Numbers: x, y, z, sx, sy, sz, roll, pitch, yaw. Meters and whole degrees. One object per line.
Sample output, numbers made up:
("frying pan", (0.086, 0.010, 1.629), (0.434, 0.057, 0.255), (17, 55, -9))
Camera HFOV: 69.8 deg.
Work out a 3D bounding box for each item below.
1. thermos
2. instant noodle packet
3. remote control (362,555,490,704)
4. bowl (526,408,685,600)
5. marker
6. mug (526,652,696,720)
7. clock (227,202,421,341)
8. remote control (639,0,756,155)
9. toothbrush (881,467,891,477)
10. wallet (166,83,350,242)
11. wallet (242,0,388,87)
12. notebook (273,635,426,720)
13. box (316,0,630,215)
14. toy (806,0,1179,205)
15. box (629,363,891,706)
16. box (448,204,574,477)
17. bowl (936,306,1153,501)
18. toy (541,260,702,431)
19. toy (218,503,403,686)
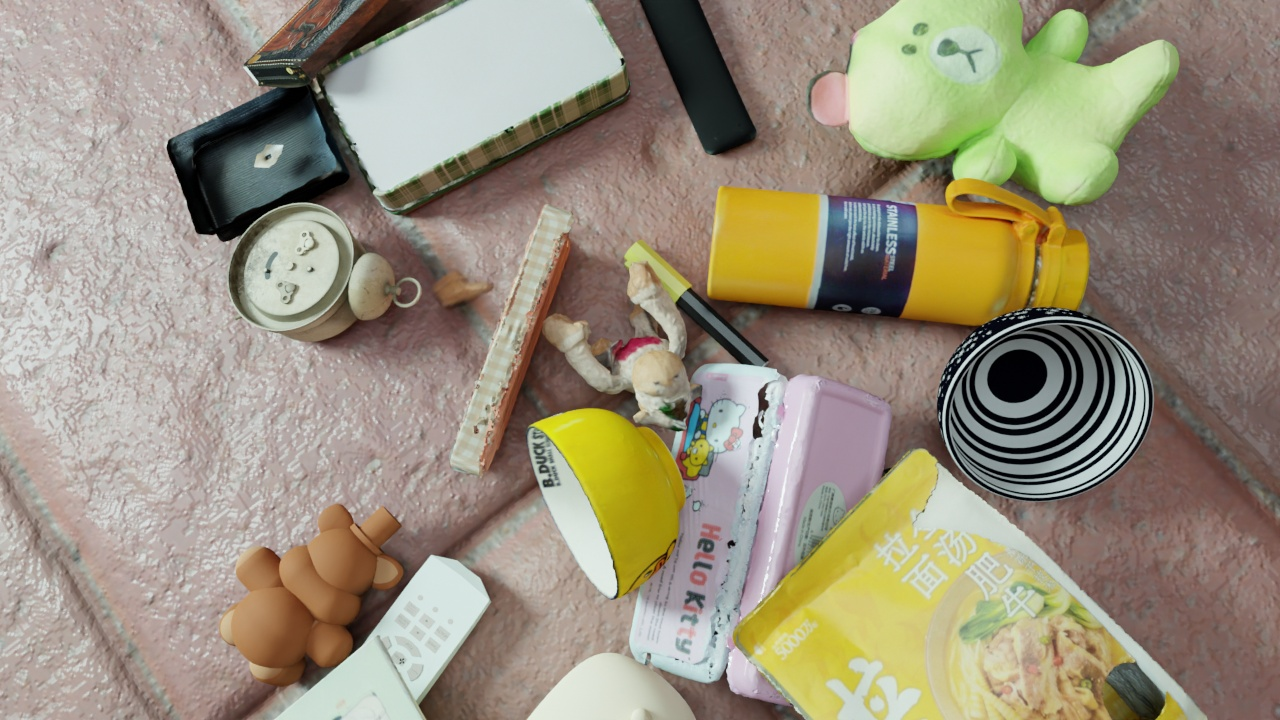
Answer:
("thermos", (0.162, -0.069, 0.592), (0.233, 0.091, 0.076), (7, 67, 6))
("instant noodle packet", (0.181, 0.182, 0.521), (0.163, 0.084, 0.221), (-43, 87, -6))
("remote control", (-0.154, 0.194, 0.592), (0.049, 0.024, 0.143), (35, 80, 11))
("bowl", (-0.015, 0.080, 0.566), (0.067, 0.117, 0.117), (-25, 76, -19))
("marker", (0.037, -0.035, 0.632), (0.124, 0.017, 0.021), (44, 84, 11))
("mug", (-0.017, 0.223, 0.527), (0.096, 0.120, 0.099), (38, 72, 6))
("clock", (-0.215, -0.054, 0.638), (0.141, 0.054, 0.092), (9, 76, 14))
("remote control", (0.040, -0.222, 0.673), (0.041, 0.020, 0.152), (-22, 78, 1))
("toothbrush", (0.183, 0.148, 0.583), (0.013, 0.013, 0.167), (-15, 77, -7))
("wallet", (-0.280, -0.145, 0.675), (0.115, 0.026, 0.089), (-26, 72, -2))
("wallet", (-0.228, -0.246, 0.669), (0.072, 0.019, 0.122), (10, 58, 36))
("notebook", (-0.199, 0.310, 0.537), (0.253, 0.010, 0.182), (-40, 72, 11))
("box", (-0.119, -0.199, 0.666), (0.205, 0.051, 0.117), (-30, 80, -2))
("toy", (0.229, -0.177, 0.611), (0.197, 0.107, 0.150), (30, 86, 19))
("box", (0.075, 0.104, 0.571), (0.146, 0.077, 0.201), (12, 79, 7))
("box", (-0.085, -0.013, 0.611), (0.041, 0.083, 0.186), (19, 78, -1))
("bowl", (0.243, 0.020, 0.573), (0.120, 0.066, 0.120), (2, 111, 5))
("toy", (-0.004, 0.003, 0.596), (0.085, 0.074, 0.106), (-28, 68, -7))
("toy", (-0.210, 0.146, 0.597), (0.095, 0.065, 0.127), (45, 75, 4))
